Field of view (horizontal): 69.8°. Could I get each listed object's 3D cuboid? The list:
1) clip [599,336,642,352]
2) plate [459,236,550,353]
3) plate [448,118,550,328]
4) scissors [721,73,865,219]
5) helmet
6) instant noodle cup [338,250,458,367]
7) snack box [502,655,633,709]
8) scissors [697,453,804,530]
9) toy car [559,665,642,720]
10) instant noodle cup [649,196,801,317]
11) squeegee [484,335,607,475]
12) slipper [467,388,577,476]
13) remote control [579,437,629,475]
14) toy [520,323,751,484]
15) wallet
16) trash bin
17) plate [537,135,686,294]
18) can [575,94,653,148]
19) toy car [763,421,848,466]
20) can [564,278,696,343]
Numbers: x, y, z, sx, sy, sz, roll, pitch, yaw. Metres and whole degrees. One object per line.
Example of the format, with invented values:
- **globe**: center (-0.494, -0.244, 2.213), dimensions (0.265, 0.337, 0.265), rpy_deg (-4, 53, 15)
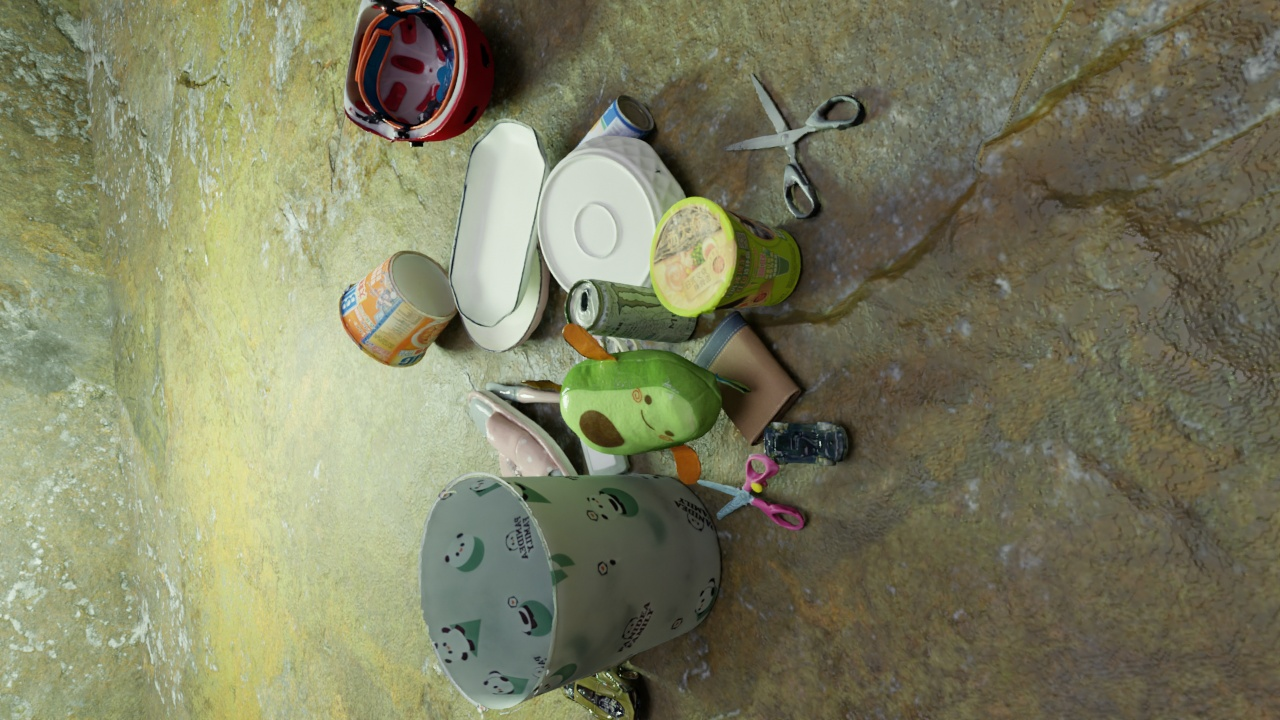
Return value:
- **clip**: center (-0.010, 0.009, 1.066), dimensions (0.070, 0.034, 0.100), rpy_deg (-49, 66, 33)
- **plate**: center (-0.179, -0.105, 1.232), dimensions (0.193, 0.039, 0.192), rpy_deg (0, 90, 46)
- **plate**: center (-0.176, -0.172, 1.175), dimensions (0.162, 0.034, 0.266), rpy_deg (24, 107, 43)
- **scissors**: center (0.148, -0.225, 0.914), dimensions (0.160, 0.014, 0.178), rpy_deg (-38, 63, 39)
- **helmet**: center (-0.284, -0.398, 1.271), dimensions (0.240, 0.143, 0.207), rpy_deg (23, 107, 29)
- **instant noodle cup**: center (-0.343, -0.081, 1.332), dimensions (0.112, 0.151, 0.151), rpy_deg (-37, 64, 30)
- **snack box**: center (-0.115, 0.289, 1.065), dimensions (0.178, 0.182, 0.046), rpy_deg (57, 131, 29)
- **scissors**: center (0.115, 0.143, 0.935), dimensions (0.118, 0.017, 0.134), rpy_deg (46, 142, 7)
- **toy car**: center (-0.054, 0.393, 1.106), dimensions (0.158, 0.042, 0.070), rpy_deg (13, 99, 48)
- **instant noodle cup**: center (0.091, -0.096, 0.896), dimensions (0.112, 0.123, 0.111), rpy_deg (-1, 89, 47)
- **squeegee**: center (-0.140, 0.046, 1.194), dimensions (0.250, 0.040, 0.247), rpy_deg (3, 93, 46)
- **slipper**: center (-0.157, 0.121, 1.175), dimensions (0.274, 0.054, 0.114), rpy_deg (35, 145, 42)
- **remote control**: center (-0.052, 0.079, 1.099), dimensions (0.049, 0.024, 0.125), rpy_deg (-20, 77, 15)
- **toy**: center (-0.011, 0.047, 0.955), dimensions (0.247, 0.227, 0.089), rpy_deg (-15, 35, 45)
- **wallet**: center (0.107, 0.018, 0.945), dimensions (0.115, 0.033, 0.090), rpy_deg (55, 129, 30)
- **trash bin**: center (-0.065, 0.221, 0.965), dimensions (0.230, 0.251, 0.229), rpy_deg (0, 91, 45)
- **plate**: center (-0.039, -0.150, 1.046), dimensions (0.205, 0.045, 0.205), rpy_deg (11, 110, 34)
- **can**: center (-0.045, -0.247, 1.083), dimensions (0.135, 0.053, 0.053), rpy_deg (-41, 62, 38)
- **toy car**: center (0.160, 0.080, 0.888), dimensions (0.091, 0.034, 0.043), rpy_deg (-5, 84, 45)
- **can**: center (-0.008, -0.051, 0.979), dimensions (0.058, 0.146, 0.058), rpy_deg (-5, 83, 46)
